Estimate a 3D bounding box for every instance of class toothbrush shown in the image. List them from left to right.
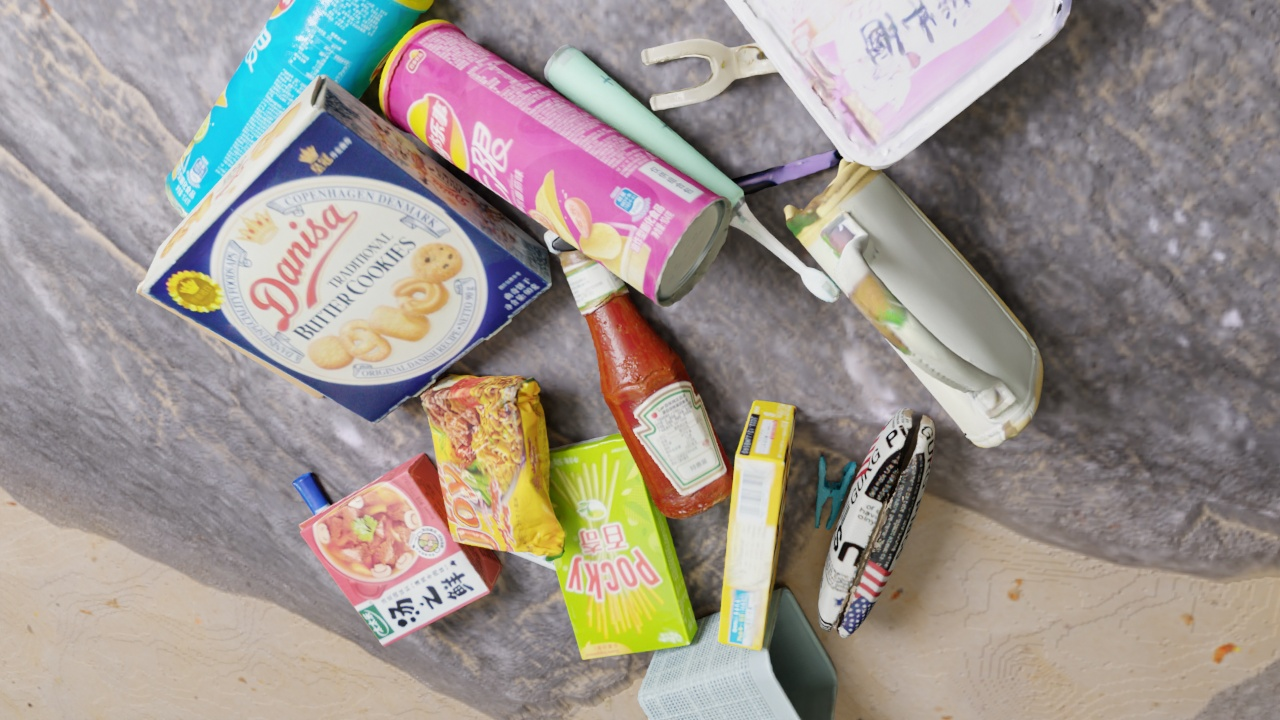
[{"bbox_3d":[0.030,-0.109,0.536,0.224,0.027,0.027,42,116,11],"label":"toothbrush"},{"bbox_3d":[0.036,-0.097,0.555,0.189,0.016,0.014,-17,95,4],"label":"toothbrush"}]

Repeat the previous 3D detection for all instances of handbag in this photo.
[{"bbox_3d":[0.147,-0.030,0.482,0.063,0.178,0.163,-41,95,19],"label":"handbag"}]

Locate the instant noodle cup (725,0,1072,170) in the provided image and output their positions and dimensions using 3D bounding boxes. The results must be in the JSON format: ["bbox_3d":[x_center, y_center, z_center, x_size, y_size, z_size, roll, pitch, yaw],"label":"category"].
[{"bbox_3d":[0.116,-0.202,0.475,0.138,0.060,0.173,-39,99,8],"label":"instant noodle cup"}]

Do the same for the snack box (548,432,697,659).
[{"bbox_3d":[-0.021,0.133,0.657,0.086,0.026,0.156,-13,97,19],"label":"snack box"}]

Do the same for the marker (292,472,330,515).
[{"bbox_3d":[-0.235,0.155,0.741,0.017,0.016,0.146,-23,103,21],"label":"marker"}]

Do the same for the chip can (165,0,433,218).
[{"bbox_3d":[-0.219,-0.170,0.581,0.071,0.071,0.211,45,115,-5],"label":"chip can"}]

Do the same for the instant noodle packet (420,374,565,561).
[{"bbox_3d":[-0.104,0.074,0.640,0.111,0.044,0.128,1,105,41],"label":"instant noodle packet"}]

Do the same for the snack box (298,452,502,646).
[{"bbox_3d":[-0.191,0.151,0.702,0.127,0.044,0.113,-30,102,13],"label":"snack box"}]

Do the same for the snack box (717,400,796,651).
[{"bbox_3d":[0.077,0.106,0.602,0.034,0.086,0.141,9,112,11],"label":"snack box"}]

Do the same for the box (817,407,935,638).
[{"bbox_3d":[0.147,0.105,0.597,0.060,0.071,0.164,27,114,31],"label":"box"}]

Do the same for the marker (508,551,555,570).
[{"bbox_3d":[-0.047,0.157,0.692,0.145,0.017,0.017,20,114,6],"label":"marker"}]

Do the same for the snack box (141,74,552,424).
[{"bbox_3d":[-0.183,-0.058,0.585,0.178,0.045,0.182,-35,129,24],"label":"snack box"}]

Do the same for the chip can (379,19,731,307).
[{"bbox_3d":[-0.051,-0.115,0.527,0.210,0.071,0.072,36,116,17],"label":"chip can"}]

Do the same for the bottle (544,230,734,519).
[{"bbox_3d":[-0.004,0.004,0.600,0.060,0.059,0.206,-23,97,21],"label":"bottle"}]

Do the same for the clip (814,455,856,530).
[{"bbox_3d":[0.129,0.091,0.623,0.049,0.015,0.057,12,114,7],"label":"clip"}]

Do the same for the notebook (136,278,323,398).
[{"bbox_3d":[-0.209,-0.063,0.617,0.212,0.012,0.149,-33,129,23],"label":"notebook"}]

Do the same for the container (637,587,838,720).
[{"bbox_3d":[0.068,0.233,0.654,0.112,0.089,0.090,-25,102,24],"label":"container"}]

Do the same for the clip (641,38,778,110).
[{"bbox_3d":[0.043,-0.172,0.538,0.102,0.094,0.035,-19,107,-20],"label":"clip"}]
